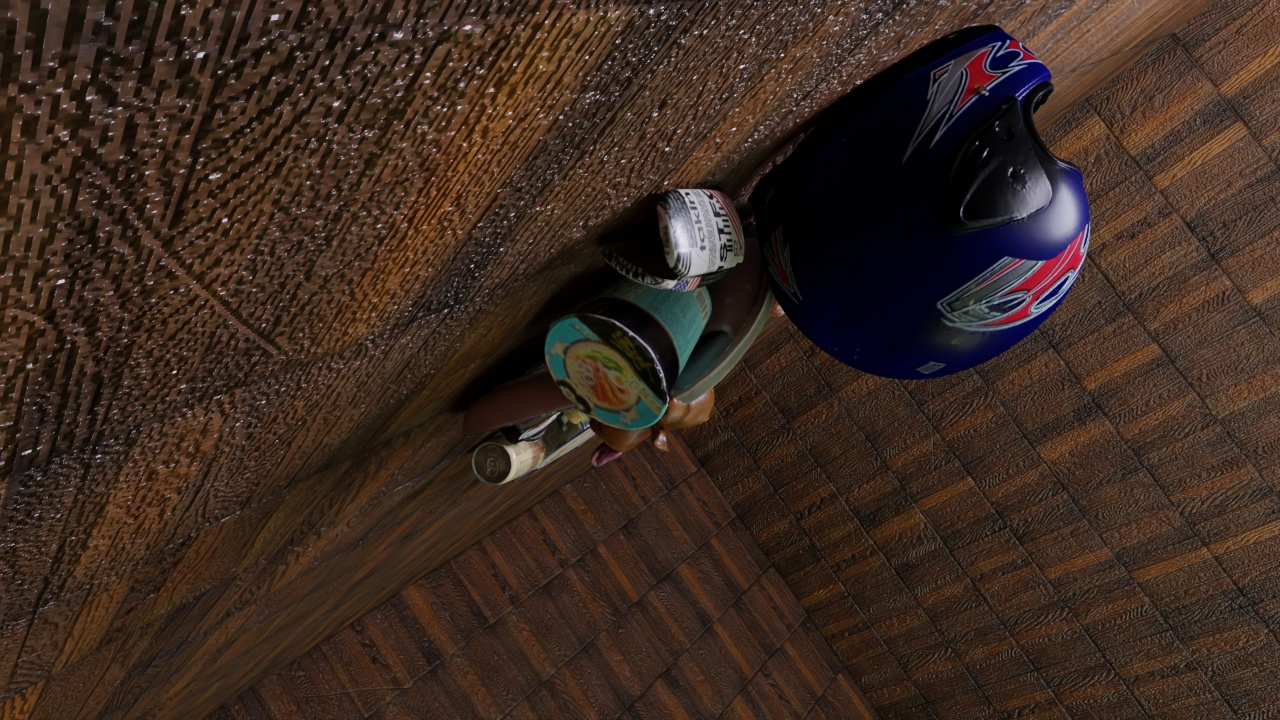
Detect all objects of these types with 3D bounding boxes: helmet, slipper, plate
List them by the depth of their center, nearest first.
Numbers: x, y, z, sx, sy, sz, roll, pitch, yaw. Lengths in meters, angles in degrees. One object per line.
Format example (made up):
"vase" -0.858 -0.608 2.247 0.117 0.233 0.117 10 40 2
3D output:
"helmet" 0.263 -0.120 0.799 0.314 0.240 0.248 -35 174 -18
"plate" -0.076 0.027 0.855 0.192 0.039 0.192 -15 180 0
"slipper" 0.077 -0.063 0.871 0.114 0.054 0.273 -38 -163 40

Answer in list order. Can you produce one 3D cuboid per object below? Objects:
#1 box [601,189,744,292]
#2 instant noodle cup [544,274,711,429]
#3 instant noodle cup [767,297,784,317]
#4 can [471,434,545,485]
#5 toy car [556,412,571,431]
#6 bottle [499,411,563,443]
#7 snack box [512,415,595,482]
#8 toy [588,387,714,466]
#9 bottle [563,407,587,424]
"box" 0.025 -0.082 0.689 0.087 0.076 0.162 -16 -176 22
"instant noodle cup" -0.002 -0.023 0.750 0.111 0.111 0.120 -42 -173 47
"instant noodle cup" 0.241 -0.146 1.236 0.164 0.079 0.189 -32 174 -28
"can" -0.168 0.123 1.178 0.058 0.058 0.116 -37 174 14
"toy car" -0.097 0.068 1.245 0.043 0.036 0.091 -33 174 -14
"bottle" -0.124 0.064 1.049 0.079 0.044 0.195 -33 174 -14
"snack box" -0.106 0.107 1.459 0.178 0.046 0.182 -39 172 34
"toy" -0.002 0.059 1.224 0.200 0.130 0.140 -26 -134 44
"bottle" -0.007 0.007 1.136 0.219 0.065 0.065 -37 174 16
